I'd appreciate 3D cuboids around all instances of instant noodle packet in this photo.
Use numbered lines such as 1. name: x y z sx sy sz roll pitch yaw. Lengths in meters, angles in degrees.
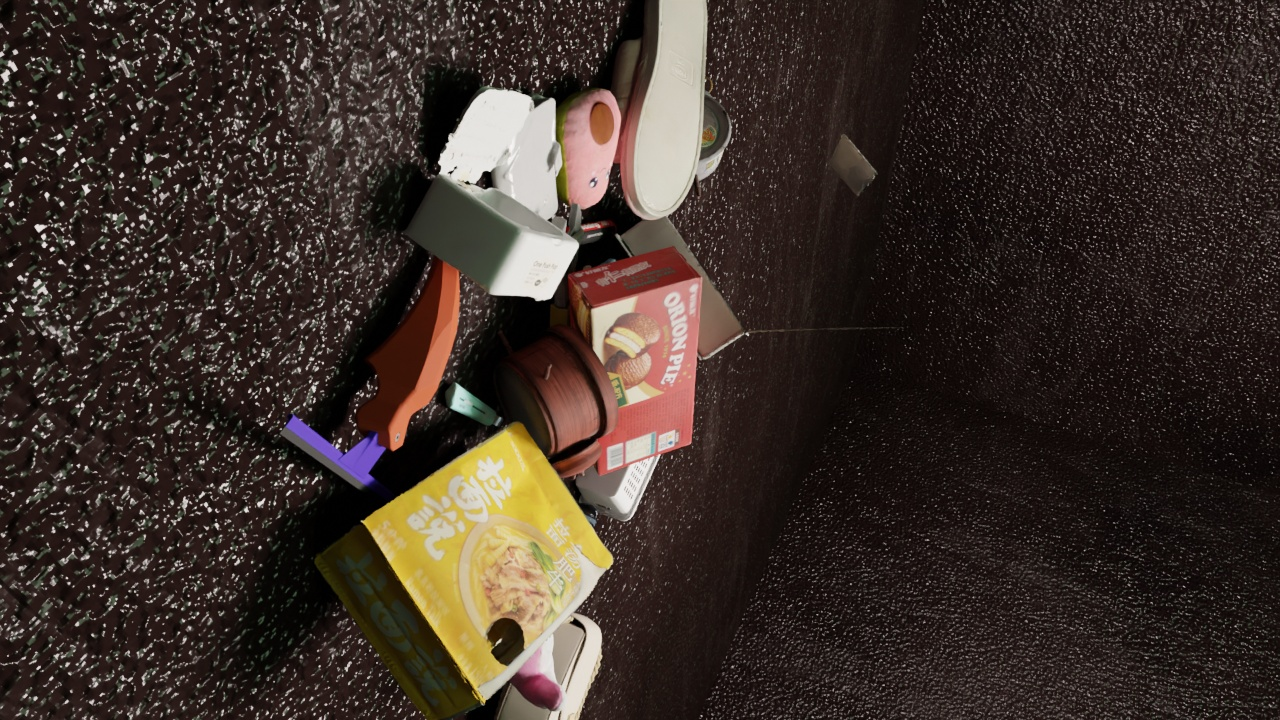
1. instant noodle packet: -0.125 0.159 0.762 0.084 0.163 0.220 -37 179 40

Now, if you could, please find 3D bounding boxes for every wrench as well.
1. wrench: -0.079 -0.044 0.924 0.274 0.018 0.083 98 13 -46

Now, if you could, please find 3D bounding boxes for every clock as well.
1. clock: 0.051 -0.258 1.016 0.056 0.104 0.147 92 17 -64
2. clock: -0.082 0.046 0.880 0.072 0.120 0.158 -28 128 -27

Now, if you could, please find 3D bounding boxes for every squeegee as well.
1. squeegee: -0.175 0.005 0.688 0.250 0.055 0.184 90 15 -71

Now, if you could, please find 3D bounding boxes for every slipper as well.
1. slipper: 0.016 -0.275 0.937 0.114 0.055 0.274 20 75 -48

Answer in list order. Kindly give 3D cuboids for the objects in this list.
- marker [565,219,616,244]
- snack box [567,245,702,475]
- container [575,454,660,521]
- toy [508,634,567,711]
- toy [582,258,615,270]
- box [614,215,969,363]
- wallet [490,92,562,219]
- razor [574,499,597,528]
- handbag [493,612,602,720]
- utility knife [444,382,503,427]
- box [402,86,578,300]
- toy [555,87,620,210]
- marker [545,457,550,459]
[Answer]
1. marker: -0.062 -0.130 0.937 0.144 0.021 0.023 -28 104 -64
2. snack box: -0.005 0.005 0.925 0.113 0.060 0.237 -18 136 -18
3. container: -0.030 0.134 1.190 0.129 0.081 0.049 -64 149 -20
4. toy: -0.147 0.220 0.883 0.127 0.187 0.266 -18 108 -22
5. toy: -0.025 -0.027 0.978 0.105 0.131 0.206 -58 157 -23
6. box: 0.148 -0.053 1.018 0.166 0.369 0.150 -18 125 -82
7. wallet: -0.098 -0.164 0.790 0.086 0.032 0.116 -51 153 -41
8. razor: -0.100 0.237 1.137 0.063 0.053 0.140 -135 -113 -74
9. handbag: -0.126 0.422 1.172 0.211 0.103 0.208 76 34 -72
10. utility knife: -0.154 0.046 0.857 0.129 0.015 0.022 54 54 -71
11. box: -0.101 -0.134 0.700 0.137 0.124 0.108 -57 164 11
12. toy: -0.052 -0.196 0.855 0.089 0.051 0.110 -45 149 -51
13. marker: -0.110 0.167 1.072 0.025 0.025 0.126 -30 135 -63
